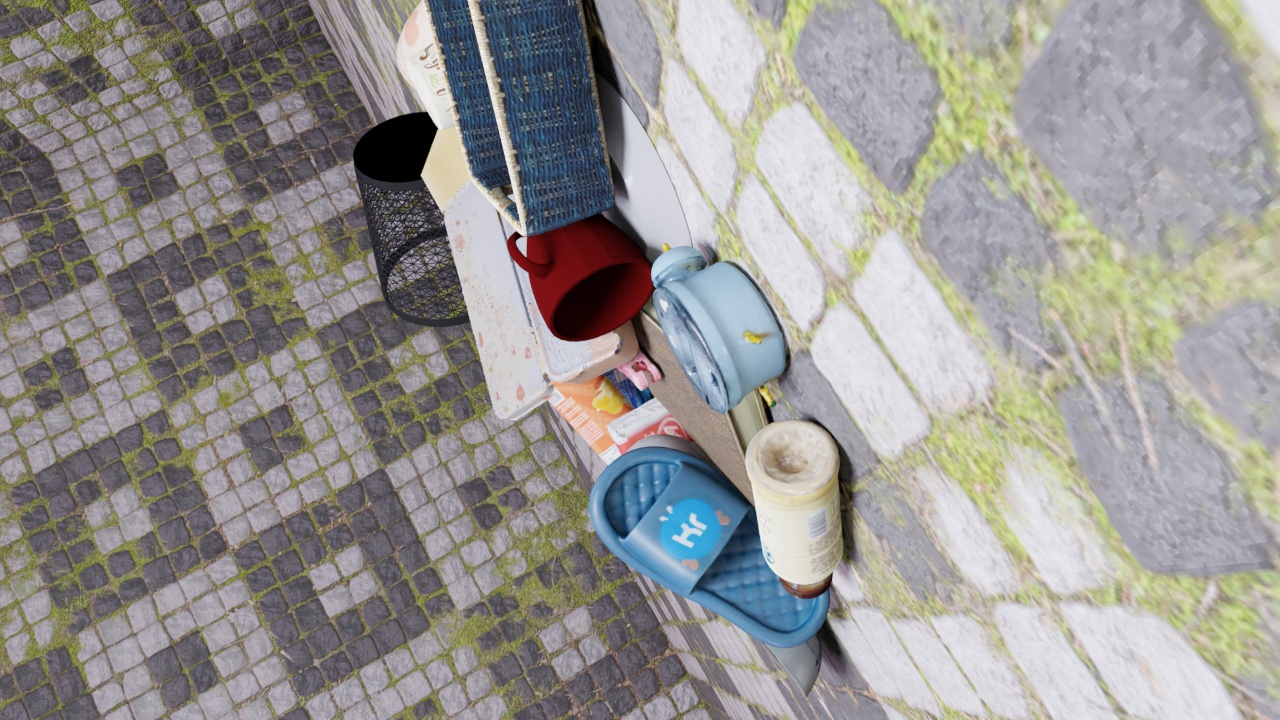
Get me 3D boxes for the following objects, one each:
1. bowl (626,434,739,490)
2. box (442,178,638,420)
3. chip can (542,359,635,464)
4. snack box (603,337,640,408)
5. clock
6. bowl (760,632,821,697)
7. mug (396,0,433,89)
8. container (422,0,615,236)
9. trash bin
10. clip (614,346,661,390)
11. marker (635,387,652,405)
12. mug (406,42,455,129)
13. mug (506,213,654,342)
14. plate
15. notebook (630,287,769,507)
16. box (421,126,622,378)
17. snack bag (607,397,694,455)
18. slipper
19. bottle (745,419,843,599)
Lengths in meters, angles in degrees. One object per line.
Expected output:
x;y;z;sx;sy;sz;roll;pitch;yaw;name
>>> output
0.048;0.114;0.825;0.132;0.064;0.131;37;-175;-4;bowl
-0.094;-0.072;0.773;0.058;0.154;0.216;10;-122;-58;box
-0.014;0.088;0.983;0.210;0.062;0.062;48;170;-3;chip can
-0.051;-0.011;1.045;0.059;0.059;0.227;57;170;40;snack box
0.044;-0.024;0.585;0.124;0.051;0.089;52;167;45;clock
0.121;0.228;0.836;0.150;0.056;0.151;50;174;6;bowl
-0.163;-0.297;0.802;0.104;0.085;0.111;180;90;-68;mug
-0.086;-0.197;0.620;0.145;0.071;0.188;47;153;53;container
-0.301;-0.211;1.334;0.217;0.216;0.244;53;160;37;trash bin
0.001;0.001;0.755;0.059;0.038;0.022;51;163;49;clip
0.015;0.070;1.060;0.018;0.015;0.123;52;167;40;marker
-0.125;-0.219;0.744;0.081;0.097;0.122;54;168;33;mug
-0.055;-0.076;0.663;0.113;0.087;0.088;7;-136;-51;mug
-0.014;-0.127;0.674;0.172;0.019;0.173;58;169;17;plate
0.047;0.031;0.755;0.215;0.034;0.190;47;163;53;notebook
-0.113;-0.119;0.881;0.249;0.122;0.140;60;174;7;box
0.023;0.096;0.918;0.116;0.077;0.036;66;171;-23;snack bag
0.061;0.144;0.725;0.214;0.103;0.059;34;162;0;slipper
0.106;0.107;0.614;0.056;0.056;0.162;52;166;39;bottle
